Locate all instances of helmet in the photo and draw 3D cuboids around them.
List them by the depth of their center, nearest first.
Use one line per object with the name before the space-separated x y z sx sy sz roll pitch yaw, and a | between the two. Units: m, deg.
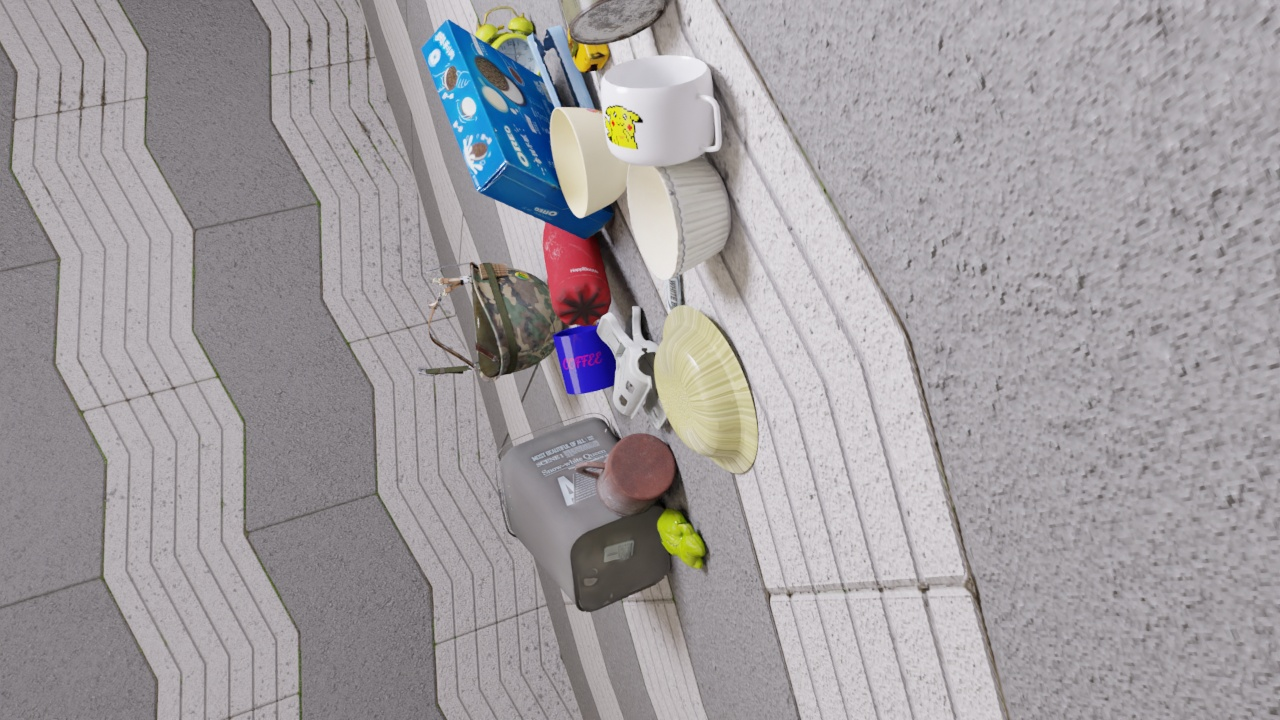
helmet | -0.256 -0.067 1.537 0.224 0.235 0.193 45 143 40

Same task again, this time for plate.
plate | 0.054 0.037 0.950 0.184 0.036 0.185 51 153 40

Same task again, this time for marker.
marker | 0.036 -0.070 0.978 0.017 0.017 0.147 -129 27 -53

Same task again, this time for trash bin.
trash bin | -0.078 0.228 1.350 0.220 0.197 0.198 43 145 50

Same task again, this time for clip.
clip | -0.011 0.010 1.117 0.150 0.089 0.126 59 158 13

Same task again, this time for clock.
clock | -0.179 -0.415 1.239 0.057 0.083 0.119 29 136 61

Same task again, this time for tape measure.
tape measure | -0.061 -0.350 1.008 0.059 0.030 0.068 144 109 -71

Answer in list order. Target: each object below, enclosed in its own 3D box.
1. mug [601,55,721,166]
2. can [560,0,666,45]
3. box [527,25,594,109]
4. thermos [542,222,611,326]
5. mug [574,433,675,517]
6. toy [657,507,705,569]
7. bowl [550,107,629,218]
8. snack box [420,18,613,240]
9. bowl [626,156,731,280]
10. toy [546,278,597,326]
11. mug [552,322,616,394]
mug | 0.023 -0.206 0.767 0.116 0.094 0.068 26 136 38
can | -0.030 -0.335 0.811 0.090 0.089 0.074 154 99 -74
box | -0.084 -0.284 1.080 0.067 0.052 0.210 163 87 -77
thermos | -0.091 -0.149 1.191 0.073 0.073 0.239 92 168 -47
mug | -0.023 0.147 1.195 0.110 0.123 0.096 116 161 -62
toy | 0.051 0.228 1.178 0.093 0.036 0.094 55 154 33
bowl | -0.043 -0.220 0.992 0.118 0.074 0.118 164 90 -74
snack box | -0.146 -0.274 1.107 0.195 0.056 0.238 16 -136 -53
bowl | 0.037 -0.135 0.828 0.115 0.062 0.115 164 90 -74
toy | -0.076 -0.103 1.258 0.103 0.070 0.090 59 141 18
mug | -0.073 -0.007 1.305 0.111 0.079 0.083 -64 -38 -77
